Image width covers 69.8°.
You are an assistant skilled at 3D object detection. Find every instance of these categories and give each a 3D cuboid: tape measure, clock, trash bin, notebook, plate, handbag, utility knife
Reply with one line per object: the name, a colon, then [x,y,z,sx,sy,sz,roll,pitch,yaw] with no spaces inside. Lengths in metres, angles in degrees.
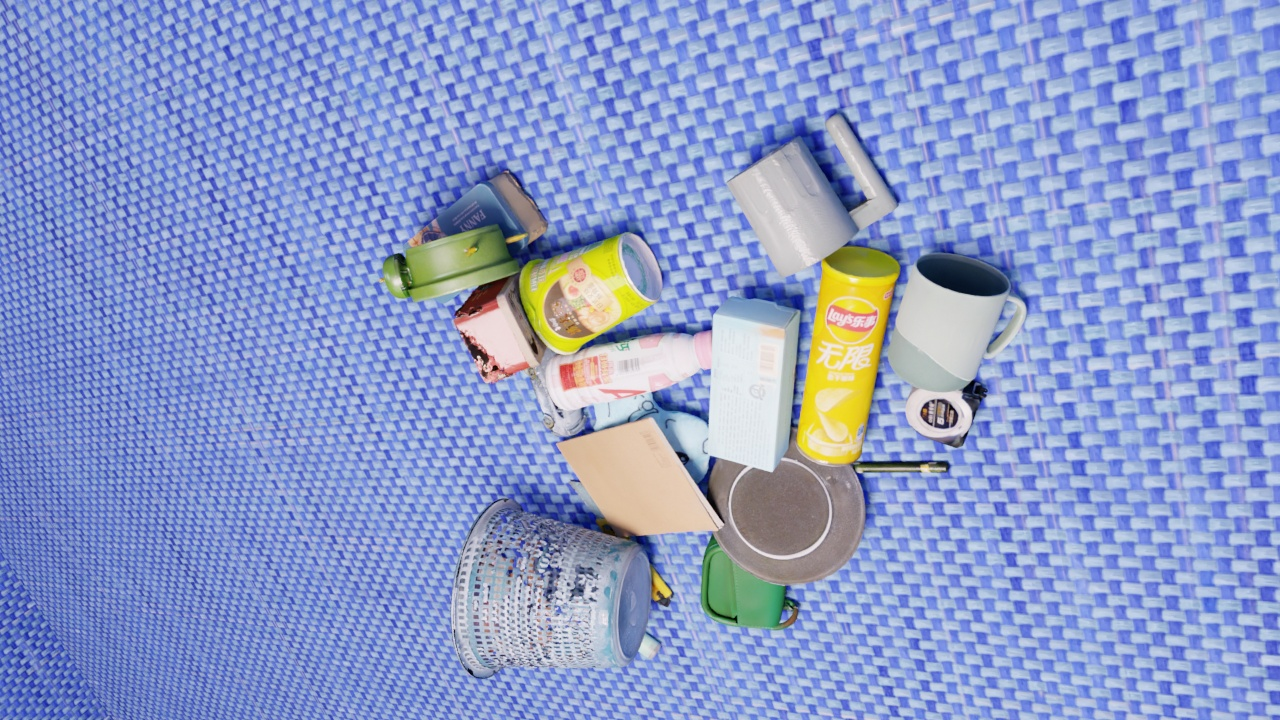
tape measure: [0.293,0.044,0.892,0.066,0.033,0.066,22,124,15]
clock: [-0.204,-0.101,0.970,0.162,0.115,0.056,-11,100,30]
trash bin: [-0.097,0.294,1.147,0.195,0.225,0.227,3,118,18]
notebook: [-0.008,0.144,1.087,0.212,0.012,0.149,-20,106,54]
plate: [0.153,0.160,1.000,0.180,0.024,0.179,2,95,23]
handbag: [0.133,0.257,1.092,0.120,0.067,0.131,11,121,15]
utility knife: [-0.026,0.241,1.201,0.033,0.015,0.215,-34,97,36]

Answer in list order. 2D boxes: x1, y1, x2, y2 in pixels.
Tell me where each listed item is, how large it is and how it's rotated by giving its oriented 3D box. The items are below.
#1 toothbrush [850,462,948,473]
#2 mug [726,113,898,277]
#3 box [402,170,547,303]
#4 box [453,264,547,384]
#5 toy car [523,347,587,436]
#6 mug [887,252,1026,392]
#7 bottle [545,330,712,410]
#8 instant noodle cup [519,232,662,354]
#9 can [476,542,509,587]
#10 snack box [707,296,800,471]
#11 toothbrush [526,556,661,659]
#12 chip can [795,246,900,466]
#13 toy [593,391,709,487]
toothbrush: [0.235,0.117,0.982,0.186,0.012,0.017,-5,120,32]
mug: [0.155,-0.151,0.839,0.124,0.083,0.103,-32,98,12]
box: [-0.186,-0.141,1.045,0.185,0.061,0.090,-30,100,40]
box: [-0.152,-0.038,1.006,0.077,0.168,0.091,-22,106,8]
toy car: [-0.101,0.033,1.101,0.037,0.054,0.121,-8,111,36]
mug: [0.288,-0.031,0.829,0.111,0.082,0.106,3,123,-7]
bottle: [-0.006,0.006,1.015,0.197,0.068,0.068,-13,110,22]
instant noodle cup: [-0.047,-0.079,0.978,0.124,0.111,0.112,-22,105,29]
can: [-0.211,0.335,1.339,0.053,0.053,0.135,-4,114,32]
snack box: [0.114,0.025,0.934,0.074,0.051,0.175,14,122,24]
toothbrush: [-0.069,0.340,1.277,0.224,0.026,0.027,33,124,10]
chip can: [0.198,-0.001,0.896,0.072,0.071,0.214,17,124,21]
toy: [0.017,0.089,1.067,0.162,0.049,0.156,-21,99,36]
